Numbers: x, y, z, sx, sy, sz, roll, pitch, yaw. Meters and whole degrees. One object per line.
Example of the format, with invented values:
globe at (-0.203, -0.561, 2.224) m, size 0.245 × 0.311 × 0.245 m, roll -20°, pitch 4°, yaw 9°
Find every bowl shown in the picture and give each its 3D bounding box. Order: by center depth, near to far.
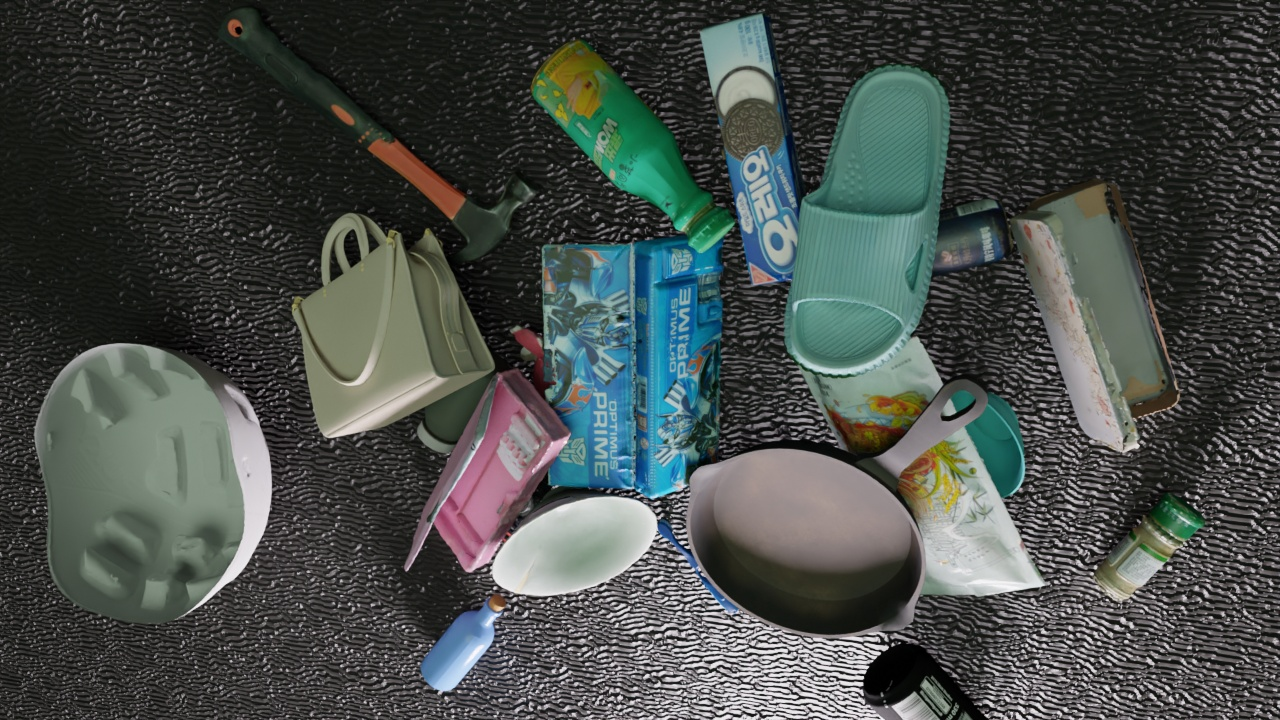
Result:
bowl at (0.308, 0.063, 0.837) m, size 0.046 × 0.121 × 0.121 m, roll -33°, pitch 103°, yaw -26°
bowl at (-0.075, 0.168, 0.939) m, size 0.174 × 0.067 × 0.174 m, roll -13°, pitch 141°, yaw -11°

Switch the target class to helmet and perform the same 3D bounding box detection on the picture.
helmet at (-0.495, 0.114, 0.942) m, size 0.224 × 0.183 × 0.283 m, roll -1°, pitch 114°, yaw 5°

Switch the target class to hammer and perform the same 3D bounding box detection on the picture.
hammer at (-0.263, -0.220, 0.876) m, size 0.333 × 0.033 × 0.133 m, roll 40°, pitch 111°, yaw -3°

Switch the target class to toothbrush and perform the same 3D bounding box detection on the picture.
toothbrush at (0.061, 0.216, 0.964) m, size 0.021 × 0.016 × 0.132 m, roll -36°, pitch 101°, yaw 19°

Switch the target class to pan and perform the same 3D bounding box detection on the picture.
pan at (0.189, 0.127, 0.847) m, size 0.248 × 0.043 × 0.357 m, roll 36°, pitch 127°, yaw 0°

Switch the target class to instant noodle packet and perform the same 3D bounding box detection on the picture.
instant noodle packet at (0.253, 0.108, 0.854) m, size 0.147 × 0.057 × 0.269 m, roll -17°, pitch 104°, yaw 48°

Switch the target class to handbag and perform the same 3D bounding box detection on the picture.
handbag at (-0.251, -0.048, 0.876) m, size 0.195 × 0.101 × 0.197 m, roll -25°, pitch 82°, yaw 34°

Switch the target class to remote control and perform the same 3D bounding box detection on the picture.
remote control at (-0.123, 0.136, 0.969) m, size 0.045 × 0.021 × 0.141 m, roll 36°, pitch 115°, yaw -1°

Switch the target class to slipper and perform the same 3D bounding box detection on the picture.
slipper at (0.191, -0.119, 0.756) m, size 0.116 × 0.069 × 0.276 m, roll 12°, pitch 87°, yaw 10°

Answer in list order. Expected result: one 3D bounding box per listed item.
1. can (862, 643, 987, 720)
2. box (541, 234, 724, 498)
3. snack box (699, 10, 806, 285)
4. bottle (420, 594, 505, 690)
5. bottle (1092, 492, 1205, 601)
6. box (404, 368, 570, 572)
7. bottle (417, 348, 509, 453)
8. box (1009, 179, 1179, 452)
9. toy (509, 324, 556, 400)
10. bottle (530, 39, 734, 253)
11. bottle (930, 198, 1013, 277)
can at (0.298, 0.364, 0.931) m, size 0.080 × 0.080 × 0.146 m, roll -39°, pitch 97°, yaw 19°
box at (-0.001, 0.009, 0.850) m, size 0.174 × 0.063 × 0.244 m, roll -5°, pitch 108°, yaw -16°
snack box at (0.105, -0.182, 0.803) m, size 0.059 × 0.059 × 0.226 m, roll -9°, pitch 107°, yaw 17°
bottle at (-0.192, 0.309, 1.022) m, size 0.048 × 0.048 × 0.131 m, roll 38°, pitch 110°, yaw -3°
bottle at (0.473, 0.176, 0.859) m, size 0.042 × 0.042 × 0.110 m, roll 31°, pitch 111°, yaw -1°
box at (-0.170, 0.121, 0.889) m, size 0.099 × 0.098 × 0.233 m, roll 49°, pitch 130°, yaw 17°
bottle at (-0.180, 0.040, 0.926) m, size 0.060 × 0.060 × 0.109 m, roll 36°, pitch 110°, yaw -2°
box at (0.398, -0.042, 0.787) m, size 0.107 × 0.095 × 0.216 m, roll -26°, pitch 102°, yaw -9°
toy at (-0.087, 0.004, 0.904) m, size 0.050 × 0.065 × 0.102 m, roll -32°, pitch 97°, yaw -14°
bottle at (-0.003, -0.183, 0.803) m, size 0.068 × 0.068 × 0.209 m, roll -44°, pitch 87°, yaw 19°
bottle at (0.239, -0.097, 0.806) m, size 0.161 × 0.056 × 0.056 m, roll -13°, pitch 105°, yaw 15°
